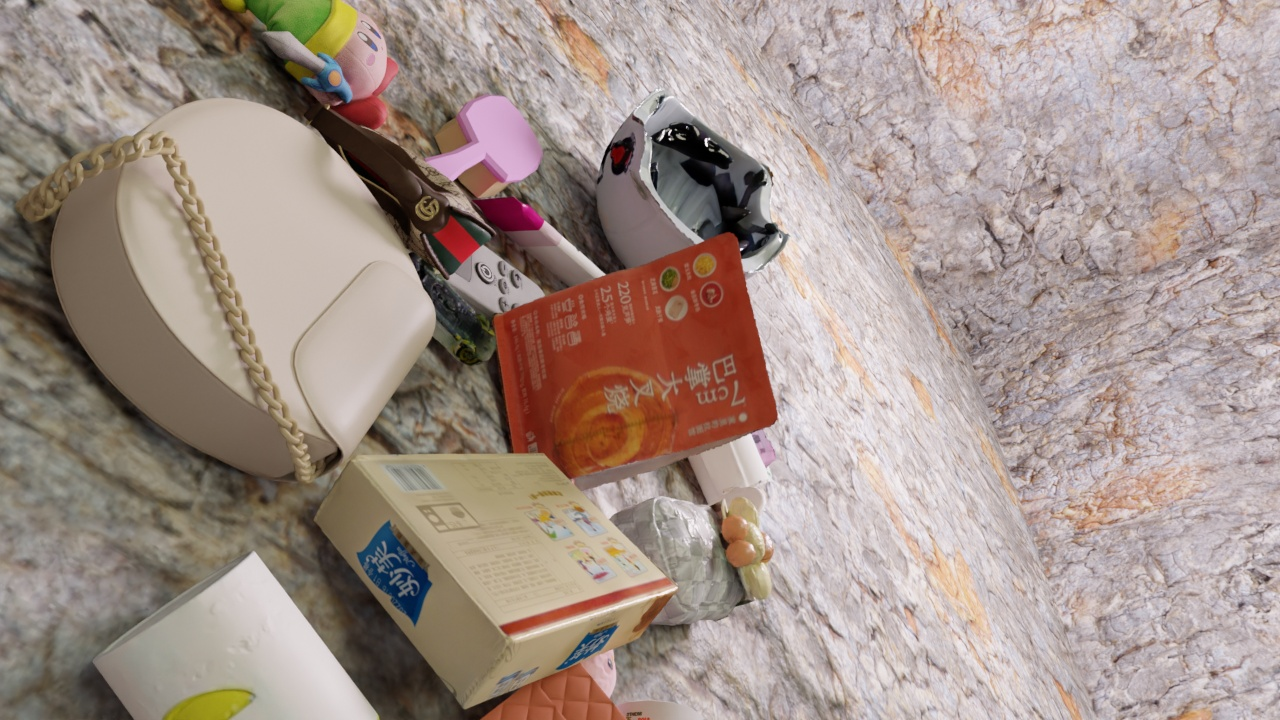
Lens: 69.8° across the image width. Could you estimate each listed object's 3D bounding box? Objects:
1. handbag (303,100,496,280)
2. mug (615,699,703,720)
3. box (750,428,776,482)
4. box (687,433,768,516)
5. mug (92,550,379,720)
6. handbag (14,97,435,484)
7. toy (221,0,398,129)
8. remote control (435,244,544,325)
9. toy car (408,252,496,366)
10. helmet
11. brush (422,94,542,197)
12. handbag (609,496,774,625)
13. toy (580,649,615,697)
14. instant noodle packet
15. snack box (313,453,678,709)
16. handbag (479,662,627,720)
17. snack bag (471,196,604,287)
[{"bbox_3d":[-0.185,-0.136,0.680,0.166,0.063,0.138,43,-5,37],"label":"handbag"},{"bbox_3d":[0.008,0.307,0.659,0.105,0.073,0.089,85,6,-49],"label":"mug"},{"bbox_3d":[0.110,0.042,1.143,0.159,0.066,0.230,54,17,-67],"label":"box"},{"bbox_3d":[0.087,0.114,0.980,0.143,0.083,0.136,23,43,-79],"label":"box"},{"bbox_3d":[-0.186,0.156,0.430,0.106,0.083,0.082,57,25,-7],"label":"mug"},{"bbox_3d":[-0.221,-0.050,0.550,0.208,0.104,0.210,55,27,-23],"label":"handbag"},{"bbox_3d":[-0.260,-0.245,0.727,0.131,0.097,0.124,62,24,-47],"label":"toy"},{"bbox_3d":[-0.134,-0.067,0.829,0.151,0.019,0.074,36,35,-42],"label":"remote control"},{"bbox_3d":[-0.160,-0.037,0.732,0.105,0.033,0.047,47,26,-20],"label":"toy car"},{"bbox_3d":[0.041,-0.175,1.099,0.236,0.164,0.263,27,42,-28],"label":"helmet"},{"bbox_3d":[-0.162,-0.195,0.878,0.089,0.043,0.228,55,26,-13],"label":"brush"},{"bbox_3d":[0.051,0.173,0.811,0.171,0.123,0.112,22,51,-62],"label":"handbag"},{"bbox_3d":[-0.047,0.208,0.674,0.102,0.050,0.093,61,27,-2],"label":"toy"},{"bbox_3d":[-0.004,0.004,0.746,0.084,0.221,0.164,17,57,-55],"label":"instant noodle packet"},{"bbox_3d":[-0.084,0.129,0.602,0.153,0.055,0.207,41,14,25],"label":"snack box"},{"bbox_3d":[-0.029,0.275,0.547,0.172,0.060,0.108,46,42,18],"label":"handbag"},{"bbox_3d":[-0.080,-0.104,0.922,0.196,0.070,0.016,39,69,-39],"label":"snack bag"}]
